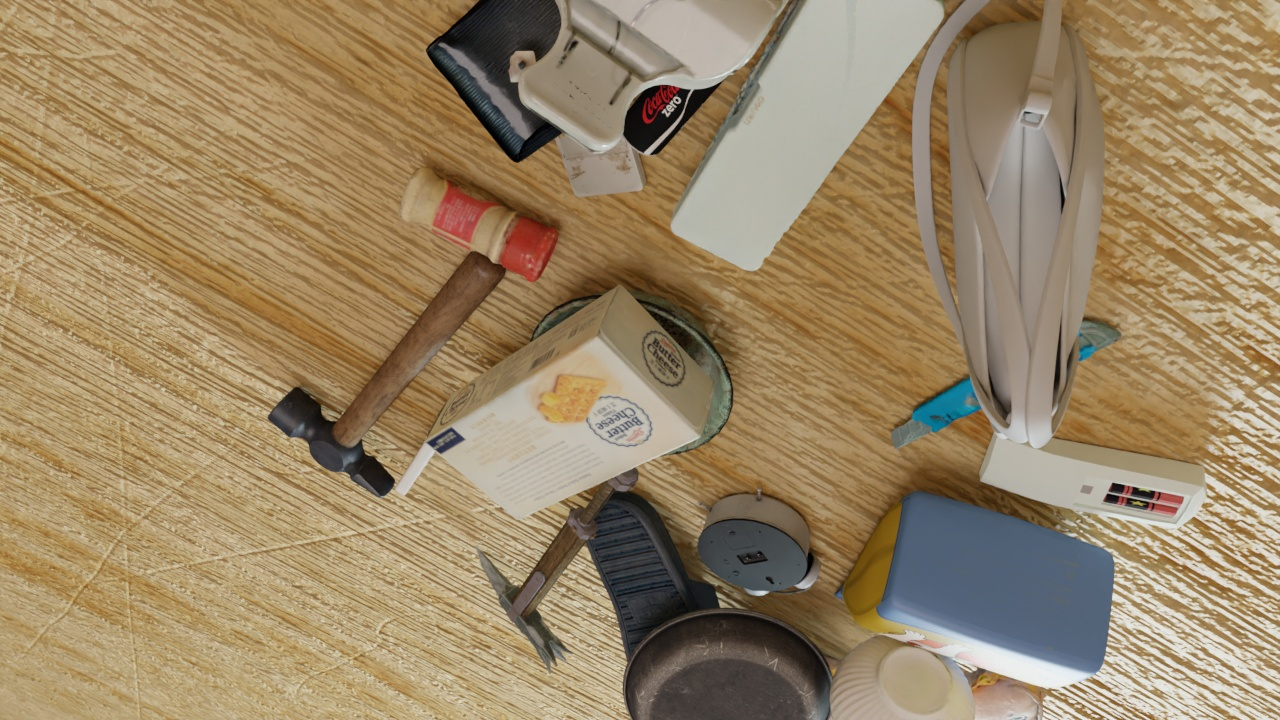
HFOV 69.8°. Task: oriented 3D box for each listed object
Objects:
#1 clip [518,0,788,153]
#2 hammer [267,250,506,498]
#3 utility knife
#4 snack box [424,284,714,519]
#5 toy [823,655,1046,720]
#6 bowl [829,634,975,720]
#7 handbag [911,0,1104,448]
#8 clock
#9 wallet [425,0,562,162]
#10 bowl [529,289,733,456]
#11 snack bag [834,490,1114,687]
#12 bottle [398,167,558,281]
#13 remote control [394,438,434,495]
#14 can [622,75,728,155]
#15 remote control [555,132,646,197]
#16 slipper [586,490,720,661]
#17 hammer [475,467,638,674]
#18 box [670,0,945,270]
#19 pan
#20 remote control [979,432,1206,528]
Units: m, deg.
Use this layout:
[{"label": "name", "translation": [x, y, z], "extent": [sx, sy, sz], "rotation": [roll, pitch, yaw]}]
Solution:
[{"label": "clip", "translation": [-0.002, -0.178, 0.458], "extent": [0.126, 0.152, 0.097], "rotation": [34, 169, -7]}, {"label": "hammer", "translation": [-0.202, 0.009, 0.773], "extent": [0.129, 0.040, 0.323], "rotation": [42, 129, -9]}, {"label": "utility knife", "translation": [0.240, 0.020, 0.631], "extent": [0.031, 0.015, 0.179], "rotation": [41, 133, -11]}, {"label": "snack box", "translation": [-0.056, 0.039, 0.676], "extent": [0.208, 0.057, 0.104], "rotation": [-29, 116, 38]}, {"label": "toy", "translation": [0.225, 0.304, 0.849], "extent": [0.196, 0.065, 0.265], "rotation": [37, 139, -25]}, {"label": "bowl", "translation": [0.218, 0.273, 0.749], "extent": [0.118, 0.117, 0.062], "rotation": [12, 140, 11]}, {"label": "handbag", "translation": [0.175, -0.058, 0.440], "extent": [0.096, 0.222, 0.216], "rotation": [-1, 130, 21]}, {"label": "clock", "translation": [0.106, 0.165, 0.799], "extent": [0.095, 0.035, 0.122], "rotation": [-19, 122, 34]}, {"label": "wallet", "translation": [-0.063, -0.179, 0.542], "extent": [0.115, 0.026, 0.089], "rotation": [-24, 117, 35]}, {"label": "bowl", "translation": [-0.004, 0.004, 0.693], "extent": [0.157, 0.038, 0.158], "rotation": [11, 133, 12]}, {"label": "snack bag", "translation": [0.252, 0.194, 0.735], "extent": [0.159, 0.102, 0.205], "rotation": [17, 156, 6]}, {"label": "bottle", "translation": [-0.113, -0.095, 0.644], "extent": [0.109, 0.044, 0.044], "rotation": [26, 134, -1]}, {"label": "remote control", "translation": [-0.193, 0.080, 0.832], "extent": [0.013, 0.043, 0.137], "rotation": [32, 134, -9]}, {"label": "can", "translation": [0.022, -0.158, 0.541], "extent": [0.031, 0.031, 0.081], "rotation": [37, 133, -13]}, {"label": "remote control", "translation": [-0.038, -0.165, 0.573], "extent": [0.050, 0.011, 0.136], "rotation": [-2, 129, 22]}, {"label": "slipper", "translation": [0.031, 0.230, 0.865], "extent": [0.101, 0.082, 0.263], "rotation": [-15, 104, 28]}, {"label": "hammer", "translation": [-0.073, 0.168, 0.834], "extent": [0.147, 0.028, 0.318], "rotation": [49, 139, 14]}, {"label": "box", "translation": [0.090, -0.137, 0.525], "extent": [0.083, 0.065, 0.200], "rotation": [41, 134, 10]}, {"label": "pan", "translation": [0.150, 0.340, 0.826], "extent": [0.357, 0.055, 0.188], "rotation": [29, 112, -8]}, {"label": "remote control", "translation": [0.321, 0.086, 0.651], "extent": [0.143, 0.024, 0.050], "rotation": [11, 133, 12]}]
